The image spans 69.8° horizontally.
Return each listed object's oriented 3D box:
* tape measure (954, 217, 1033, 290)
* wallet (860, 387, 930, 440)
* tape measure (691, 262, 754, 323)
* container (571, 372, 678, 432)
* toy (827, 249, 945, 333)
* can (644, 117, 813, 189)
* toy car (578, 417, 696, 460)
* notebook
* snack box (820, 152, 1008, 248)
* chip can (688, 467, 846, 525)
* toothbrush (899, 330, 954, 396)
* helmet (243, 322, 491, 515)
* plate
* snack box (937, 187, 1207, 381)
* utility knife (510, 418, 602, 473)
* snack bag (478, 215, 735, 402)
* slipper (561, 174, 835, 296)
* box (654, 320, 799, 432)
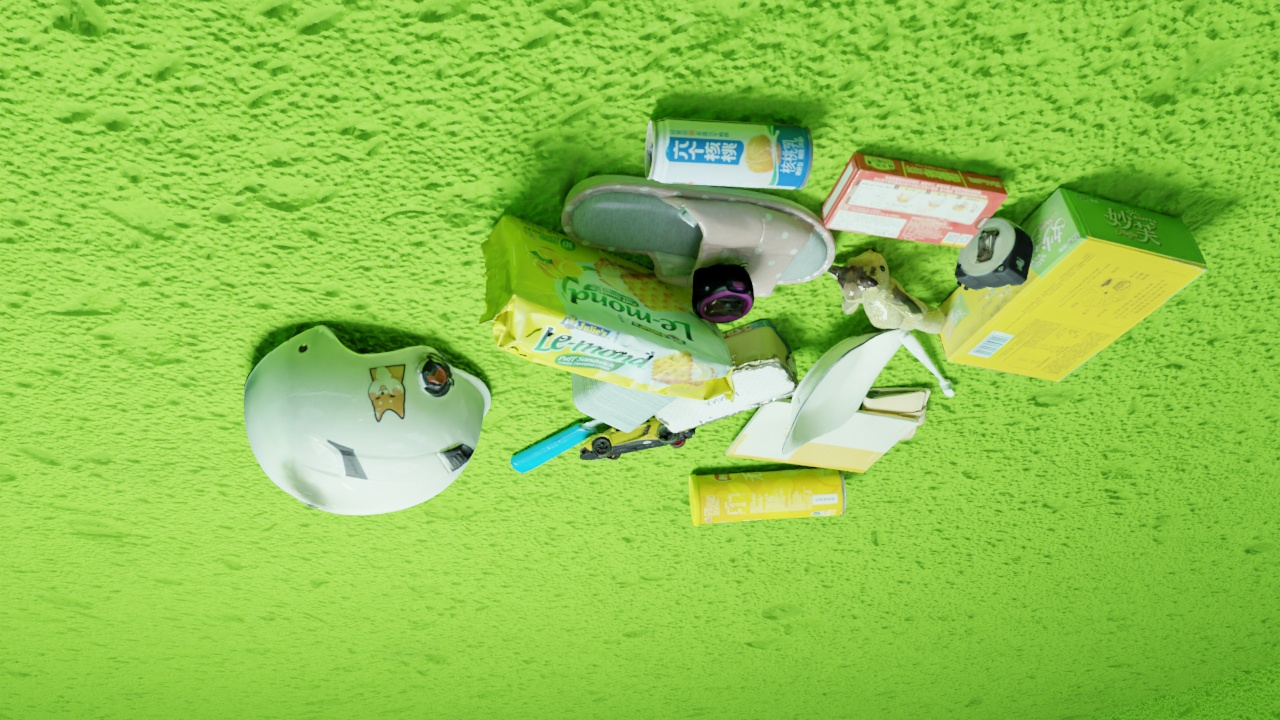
[{"bbox_3d":[0.342,-0.103,0.887,0.033,0.066,0.066,25,163,-30],"label":"tape measure"},{"bbox_3d":[0.324,0.071,1.175,0.087,0.024,0.115,-7,144,2],"label":"wallet"},{"bbox_3d":[0.076,-0.060,0.849,0.058,0.039,0.057,-4,146,-4],"label":"tape measure"},{"bbox_3d":[-0.006,0.006,0.992,0.090,0.090,0.112,27,132,-37],"label":"container"},{"bbox_3d":[0.260,-0.064,0.949,0.157,0.066,0.105,24,179,-39],"label":"toy"},{"bbox_3d":[0.073,-0.173,0.769,0.134,0.053,0.053,1,145,-8],"label":"can"},{"bbox_3d":[-0.005,0.097,1.153,0.156,0.041,0.071,-14,166,10],"label":"toy car"},{"bbox_3d":[0.231,0.099,1.185,0.206,0.010,0.146,9,144,-15],"label":"notebook"},{"bbox_3d":[0.252,-0.146,0.851,0.152,0.025,0.075,6,143,-14],"label":"snack box"},{"bbox_3d":[0.176,0.189,1.288,0.213,0.072,0.072,-4,145,-1],"label":"chip can"},{"bbox_3d":[0.337,0.005,1.073,0.016,0.016,0.180,-24,145,24],"label":"toothbrush"},{"bbox_3d":[-0.304,0.091,1.022,0.273,0.156,0.231,19,139,-30],"label":"helmet"},{"bbox_3d":[0.221,0.025,1.036,0.163,0.034,0.165,-18,143,-44],"label":"plate"},{"bbox_3d":[0.431,-0.069,0.942,0.157,0.070,0.211,9,143,-18],"label":"snack box"},{"bbox_3d":[-0.089,0.098,1.173,0.219,0.018,0.034,-29,136,33],"label":"utility knife"},{"bbox_3d":[-0.034,-0.041,0.845,0.246,0.157,0.068,17,119,-23],"label":"snack bag"},{"bbox_3d":[0.060,-0.110,0.858,0.274,0.054,0.114,10,143,-19],"label":"slipper"},{"bbox_3d":[0.083,0.023,1.050,0.185,0.061,0.090,-17,143,21],"label":"box"}]
